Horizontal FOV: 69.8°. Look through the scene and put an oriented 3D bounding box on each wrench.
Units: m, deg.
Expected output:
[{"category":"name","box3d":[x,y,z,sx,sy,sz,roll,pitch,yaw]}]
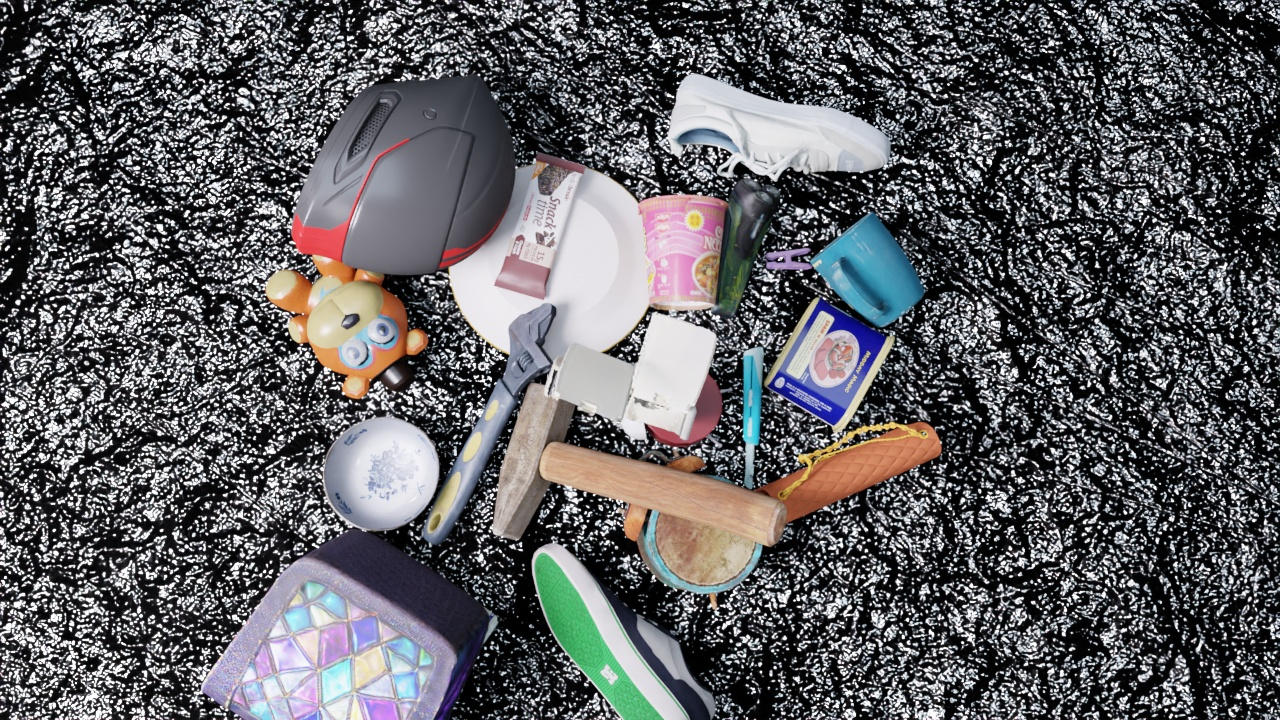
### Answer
[{"category":"wrench","box3d":[-0.153,0.063,0.942,0.073,0.022,0.273,26,87,34]}]

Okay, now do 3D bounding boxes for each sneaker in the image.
[{"category":"sneaker","box3d":[-0.017,0.272,0.907,0.078,0.084,0.235,-26,69,-43]},{"category":"sneaker","box3d":[0.146,-0.233,1.005,0.242,0.089,0.090,18,83,7]}]

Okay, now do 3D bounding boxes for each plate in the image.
[{"category":"plate","box3d":[-0.094,-0.110,0.997,0.230,0.021,0.229,0,79,-3]}]

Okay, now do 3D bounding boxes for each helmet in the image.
[{"category":"helmet","box3d":[-0.215,-0.183,0.924,0.170,0.165,0.264,25,58,-10]}]

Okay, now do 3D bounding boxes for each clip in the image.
[{"category":"clip","box3d":[0.164,-0.113,1.015,0.052,0.013,0.035,0,77,0]}]

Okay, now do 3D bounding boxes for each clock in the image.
[{"category":"clock","box3d":[0.047,0.161,0.924,0.157,0.073,0.121,44,79,2]},{"category":"clock","box3d":[0.031,0.045,0.961,0.124,0.044,0.087,11,79,0]}]

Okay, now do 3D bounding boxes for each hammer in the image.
[{"category":"hammer","box3d":[-0.004,0.125,0.876,0.301,0.037,0.157,10,77,30]}]

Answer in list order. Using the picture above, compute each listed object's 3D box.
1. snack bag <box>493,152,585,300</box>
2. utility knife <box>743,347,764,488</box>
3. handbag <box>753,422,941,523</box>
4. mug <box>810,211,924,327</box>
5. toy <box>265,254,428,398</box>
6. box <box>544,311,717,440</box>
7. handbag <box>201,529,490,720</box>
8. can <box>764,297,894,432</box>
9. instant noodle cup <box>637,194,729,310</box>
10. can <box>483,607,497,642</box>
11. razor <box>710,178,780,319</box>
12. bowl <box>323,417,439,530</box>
[{"category":"snack bag","box3d":[-0.107,-0.145,0.984,0.057,0.013,0.157,17,79,-1]},{"category":"utility knife","box3d":[0.121,0.061,0.976,0.022,0.015,0.151,-4,78,26]},{"category":"handbag","box3d":[0.201,0.110,0.923,0.172,0.109,0.060,-22,81,-7]},{"category":"mug","box3d":[0.239,-0.086,0.968,0.104,0.085,0.111,50,38,-1]},{"category":"toy","box3d":[-0.296,-0.040,0.945,0.112,0.096,0.176,-42,95,-10]},{"category":"box","box3d":[-0.005,0.005,0.832,0.143,0.193,0.106,17,96,-6]},{"category":"handbag","box3d":[-0.272,0.294,0.853,0.205,0.125,0.222,31,96,4]},{"category":"can","box3d":[0.198,0.003,0.971,0.092,0.056,0.116,31,79,5]},{"category":"instant noodle cup","box3d":[0.045,-0.111,0.972,0.097,0.098,0.108,0,86,-3]},{"category":"can","box3d":[-0.188,0.245,0.918,0.095,0.032,0.032,34,79,4]},{"category":"razor","box3d":[0.109,-0.120,0.988,0.054,0.067,0.151,16,86,-11]},{"category":"bowl","box3d":[-0.259,0.116,0.933,0.114,0.045,0.114,1,79,-3]}]
